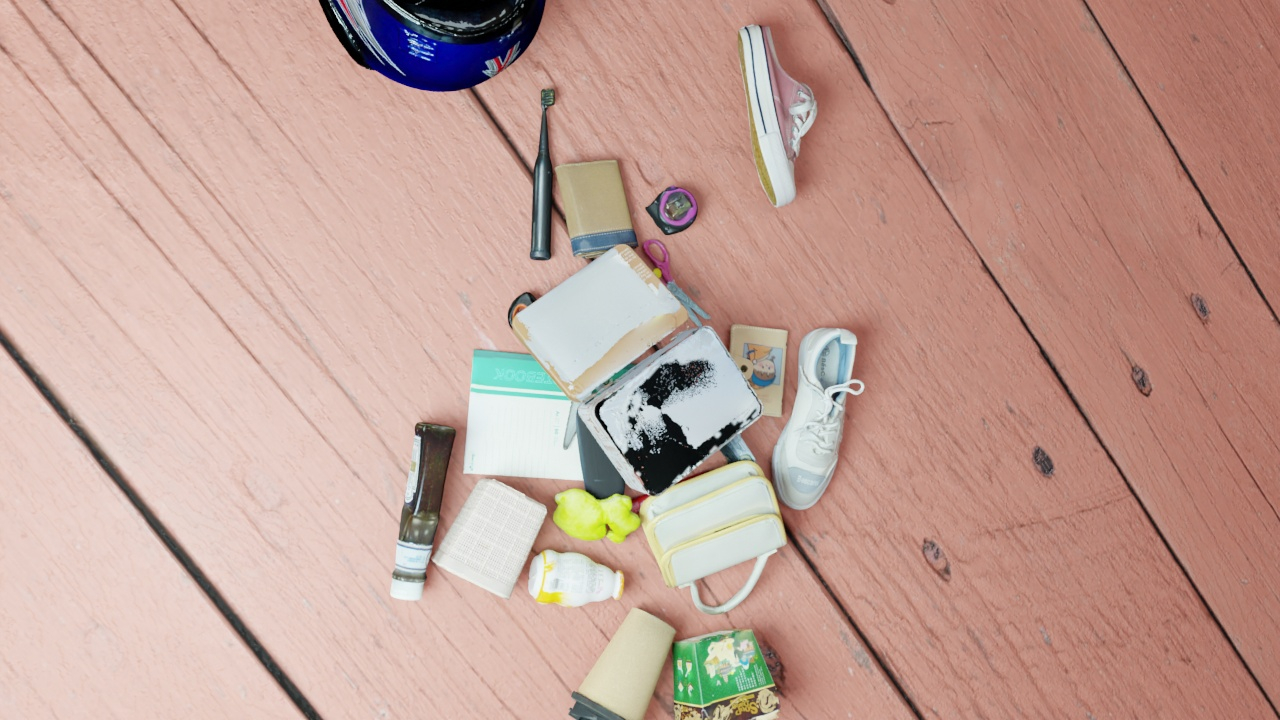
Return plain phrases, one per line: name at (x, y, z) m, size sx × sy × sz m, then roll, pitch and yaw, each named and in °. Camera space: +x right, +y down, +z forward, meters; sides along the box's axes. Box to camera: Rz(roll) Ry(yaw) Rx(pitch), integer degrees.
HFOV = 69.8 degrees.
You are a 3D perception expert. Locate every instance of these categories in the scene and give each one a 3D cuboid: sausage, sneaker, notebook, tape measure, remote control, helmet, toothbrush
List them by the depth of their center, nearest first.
helmet at (-0.244, -0.445, 0.980) m, size 0.247 × 0.241 × 0.315 m, roll -36°, pitch 108°, yaw -16°
remote control at (-0.047, 0.113, 1.101) m, size 0.053 × 0.024 × 0.136 m, roll -10°, pitch 98°, yaw -13°
notebook at (-0.104, 0.069, 1.115) m, size 0.209 × 0.012 × 0.150 m, roll 5°, pitch 84°, yaw -16°
toothbrush at (-0.118, -0.229, 1.121) m, size 0.026 × 0.027 × 0.212 m, roll 10°, pitch 81°, yaw -61°
sausage at (0.029, 0.168, 1.144) m, size 0.155 × 0.020 × 0.020 m, roll -19°, pitch 92°, yaw -17°
tape measure at (0.043, -0.190, 1.160) m, size 0.057 × 0.039 × 0.057 m, roll -38°, pitch 97°, yaw -16°
sneaker at (0.234, 0.074, 1.175) m, size 0.089 × 0.091 × 0.242 m, roll 14°, pitch 83°, yaw -15°
sneaker at (0.184, -0.320, 1.181) m, size 0.088 × 0.118 × 0.241 m, roll -9°, pitch 83°, yaw 3°

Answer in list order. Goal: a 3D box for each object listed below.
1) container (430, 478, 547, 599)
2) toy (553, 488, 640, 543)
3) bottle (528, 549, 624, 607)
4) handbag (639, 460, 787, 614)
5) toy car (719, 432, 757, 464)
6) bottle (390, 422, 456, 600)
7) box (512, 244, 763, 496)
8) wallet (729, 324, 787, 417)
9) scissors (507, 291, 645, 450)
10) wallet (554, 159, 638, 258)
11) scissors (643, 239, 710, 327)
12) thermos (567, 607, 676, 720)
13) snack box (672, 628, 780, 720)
container at (-0.169, 0.199, 1.047) m, size 0.090 × 0.090 × 0.110 m, roll 30°, pitch 76°, yaw -13°
toy at (-0.055, 0.188, 1.096) m, size 0.100 × 0.031 × 0.097 m, roll -18°, pitch 119°, yaw 11°
bottle at (-0.075, 0.260, 1.083) m, size 0.108 × 0.063 × 0.063 m, roll 10°, pitch 83°, yaw -16°
handbag at (0.100, 0.229, 1.121) m, size 0.163 × 0.063 × 0.179 m, roll -21°, pitch 108°, yaw -1°
toy car at (0.108, 0.095, 1.154) m, size 0.036 × 0.054 × 0.120 m, roll -37°, pitch 97°, yaw -14°
bottle at (-0.246, 0.168, 1.029) m, size 0.044 × 0.080 × 0.194 m, roll 11°, pitch 85°, yaw -22°
box at (-0.007, 0.005, 1.066) m, size 0.178 × 0.110 × 0.259 m, roll -35°, pitch 97°, yaw -16°
wallet at (0.147, 0.013, 1.189) m, size 0.087 × 0.024 × 0.115 m, roll 8°, pitch 85°, yaw -21°
scissors at (-0.063, -0.007, 1.119) m, size 0.234 × 0.022 × 0.220 m, roll 39°, pitch 80°, yaw -10°
wallet at (-0.055, -0.187, 1.133) m, size 0.090 × 0.033 × 0.115 m, roll -13°, pitch 90°, yaw -26°
scissors at (0.045, -0.099, 1.171) m, size 0.137 × 0.017 × 0.073 m, roll 37°, pitch 68°, yaw -16°
thermos at (-0.017, 0.371, 1.085) m, size 0.093 × 0.093 × 0.143 m, roll 33°, pitch 69°, yaw -12°
snack box at (0.096, 0.384, 1.112) m, size 0.118 × 0.118 × 0.105 m, roll -6°, pitch 76°, yaw -20°
